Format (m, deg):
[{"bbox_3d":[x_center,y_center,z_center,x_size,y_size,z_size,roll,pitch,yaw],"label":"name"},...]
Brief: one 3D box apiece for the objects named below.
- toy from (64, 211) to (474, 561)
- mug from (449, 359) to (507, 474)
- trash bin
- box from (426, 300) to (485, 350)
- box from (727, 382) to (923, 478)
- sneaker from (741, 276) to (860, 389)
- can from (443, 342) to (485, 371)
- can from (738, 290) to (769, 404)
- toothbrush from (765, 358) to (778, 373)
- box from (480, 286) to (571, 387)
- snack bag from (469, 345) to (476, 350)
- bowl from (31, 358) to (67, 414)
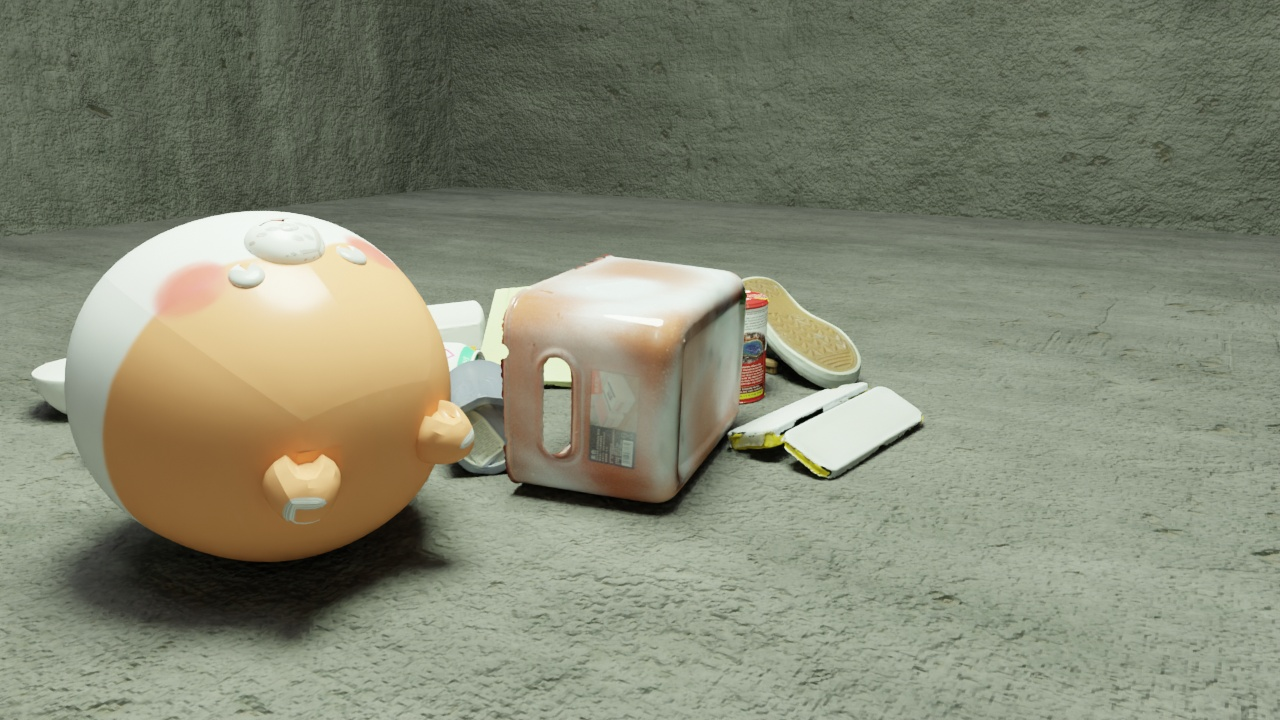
[{"bbox_3d":[-0.269,0.020,0.689,0.281,0.266,0.262,29,32,31],"label":"toy"},{"bbox_3d":[-0.169,0.063,0.884,0.124,0.084,0.104,-27,22,-5],"label":"mug"},{"bbox_3d":[-0.002,0.009,0.870,0.157,0.182,0.259,7,17,18],"label":"trash bin"},{"bbox_3d":[-0.286,-0.035,1.209,0.165,0.084,0.094,-6,25,-15],"label":"box"},{"bbox_3d":[0.193,0.064,0.938,0.128,0.045,0.209,16,22,38],"label":"box"},{"bbox_3d":[0.192,-0.021,1.178,0.087,0.079,0.235,-17,39,-20],"label":"sneaker"},{"bbox_3d":[-0.254,0.024,0.981,0.166,0.088,0.088,1,16,5],"label":"can"},{"bbox_3d":[0.105,-0.017,1.070,0.086,0.116,0.086,0,16,0],"label":"can"},{"bbox_3d":[0.122,-0.006,1.221,0.016,0.016,0.167,-12,18,-35],"label":"toothbrush"},{"bbox_3d":[-0.131,-0.032,1.171,0.138,0.030,0.186,0,40,4],"label":"box"},{"bbox_3d":[-0.207,0.016,1.087,0.026,0.020,0.099,-11,37,2],"label":"snack bag"},{"bbox_3d":[-0.614,0.030,1.033,0.115,0.051,0.114,0,16,0],"label":"bowl"}]
